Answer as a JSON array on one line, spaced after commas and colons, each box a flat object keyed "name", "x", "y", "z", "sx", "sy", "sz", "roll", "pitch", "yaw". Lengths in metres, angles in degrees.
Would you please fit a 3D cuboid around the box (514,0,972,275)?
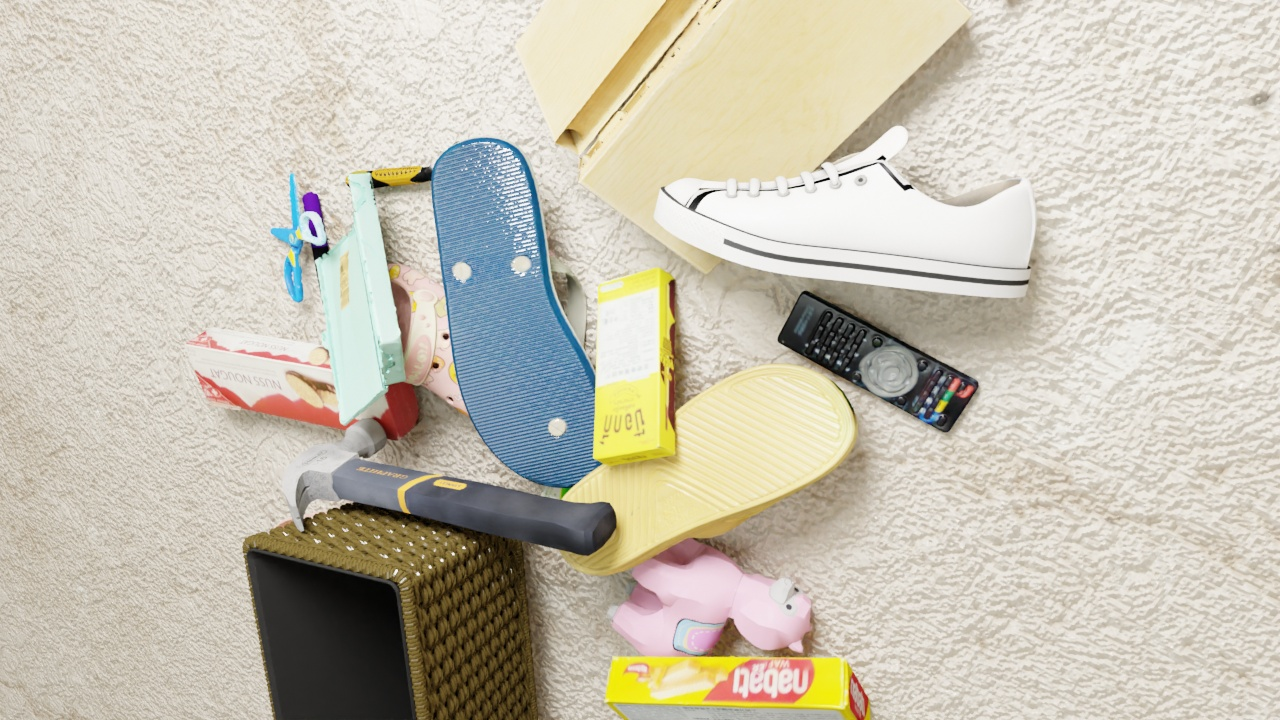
[{"name": "box", "x": 0.043, "y": -0.225, "z": 0.624, "sx": 0.248, "sy": 0.118, "sz": 0.252, "roll": -44, "pitch": 77, "yaw": 30}]

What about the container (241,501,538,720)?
[{"name": "container", "x": -0.197, "y": 0.279, "z": 0.837, "sx": 0.177, "sy": 0.204, "sz": 0.321, "roll": 5, "pitch": 107, "yaw": 27}]

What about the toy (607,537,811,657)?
[{"name": "toy", "x": 0.059, "y": 0.208, "z": 0.763, "sx": 0.157, "sy": 0.067, "sz": 0.123, "roll": 24, "pitch": 118, "yaw": 14}]

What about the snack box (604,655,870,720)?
[{"name": "snack box", "x": 0.079, "y": 0.278, "z": 0.749, "sx": 0.201, "sy": 0.042, "sz": 0.092, "roll": -8, "pitch": 138, "yaw": 24}]

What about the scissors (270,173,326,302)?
[{"name": "scissors", "x": -0.330, "y": -0.116, "z": 0.880, "sx": 0.127, "sy": 0.013, "sz": 0.125, "roll": 14, "pitch": 110, "yaw": 43}]

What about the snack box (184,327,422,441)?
[{"name": "snack box", "x": -0.345, "y": 0.023, "z": 0.925, "sx": 0.273, "sy": 0.044, "sz": 0.077, "roll": 8, "pitch": 124, "yaw": 26}]

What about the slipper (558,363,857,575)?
[{"name": "slipper", "x": 0.048, "y": 0.087, "z": 0.720, "sx": 0.264, "sy": 0.078, "sz": 0.099, "roll": -32, "pitch": 75, "yaw": 21}]

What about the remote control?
[{"name": "remote control", "x": 0.171, "y": -0.001, "z": 0.667, "sx": 0.140, "sy": 0.021, "sz": 0.046, "roll": 30, "pitch": 118, "yaw": 12}]

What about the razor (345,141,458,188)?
[{"name": "razor", "x": -0.210, "y": -0.166, "z": 0.814, "sx": 0.144, "sy": 0.044, "sz": 0.021, "roll": 1, "pitch": 147, "yaw": 31}]

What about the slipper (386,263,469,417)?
[{"name": "slipper", "x": -0.187, "y": -0.014, "z": 0.818, "sx": 0.197, "sy": 0.081, "sz": 0.093, "roll": 38, "pitch": 118, "yaw": 15}]

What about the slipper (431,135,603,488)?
[{"name": "slipper", "x": -0.101, "y": -0.035, "z": 0.757, "sx": 0.118, "sy": 0.060, "sz": 0.295, "roll": -11, "pitch": 102, "yaw": 5}]

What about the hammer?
[{"name": "hammer", "x": -0.161, "y": 0.109, "z": 0.755, "sx": 0.313, "sy": 0.139, "sz": 0.035, "roll": 6, "pitch": 117, "yaw": 27}]

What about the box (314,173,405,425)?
[{"name": "box", "x": -0.243, "y": -0.053, "z": 0.805, "sx": 0.139, "sy": 0.055, "sz": 0.186, "roll": -53, "pitch": 45, "yaw": 47}]

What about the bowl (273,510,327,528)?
[{"name": "bowl", "x": -0.310, "y": 0.219, "z": 0.956, "sx": 0.153, "sy": 0.076, "sz": 0.153, "roll": 8, "pitch": 109, "yaw": 25}]

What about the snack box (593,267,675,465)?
[{"name": "snack box", "x": -0.004, "y": 0.004, "z": 0.713, "sx": 0.061, "sy": 0.025, "sz": 0.148, "roll": -13, "pitch": 65, "yaw": 31}]

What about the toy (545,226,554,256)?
[{"name": "toy", "x": -0.119, "y": -0.113, "z": 0.777, "sx": 0.096, "sy": 0.041, "sz": 0.109, "roll": -33, "pitch": 94, "yaw": 30}]

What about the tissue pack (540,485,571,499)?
[{"name": "tissue pack", "x": -0.039, "y": 0.118, "z": 0.807, "sx": 0.099, "sy": 0.034, "sz": 0.114, "roll": 30, "pitch": 118, "yaw": 16}]

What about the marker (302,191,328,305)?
[{"name": "marker", "x": -0.312, "y": -0.097, "z": 0.896, "sx": 0.018, "sy": 0.015, "sz": 0.134, "roll": 6, "pitch": 108, "yaw": 40}]

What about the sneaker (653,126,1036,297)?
[{"name": "sneaker", "x": 0.134, "y": -0.104, "z": 0.590, "sx": 0.245, "sy": 0.091, "sz": 0.097, "roll": 9, "pitch": 105, "yaw": 6}]
